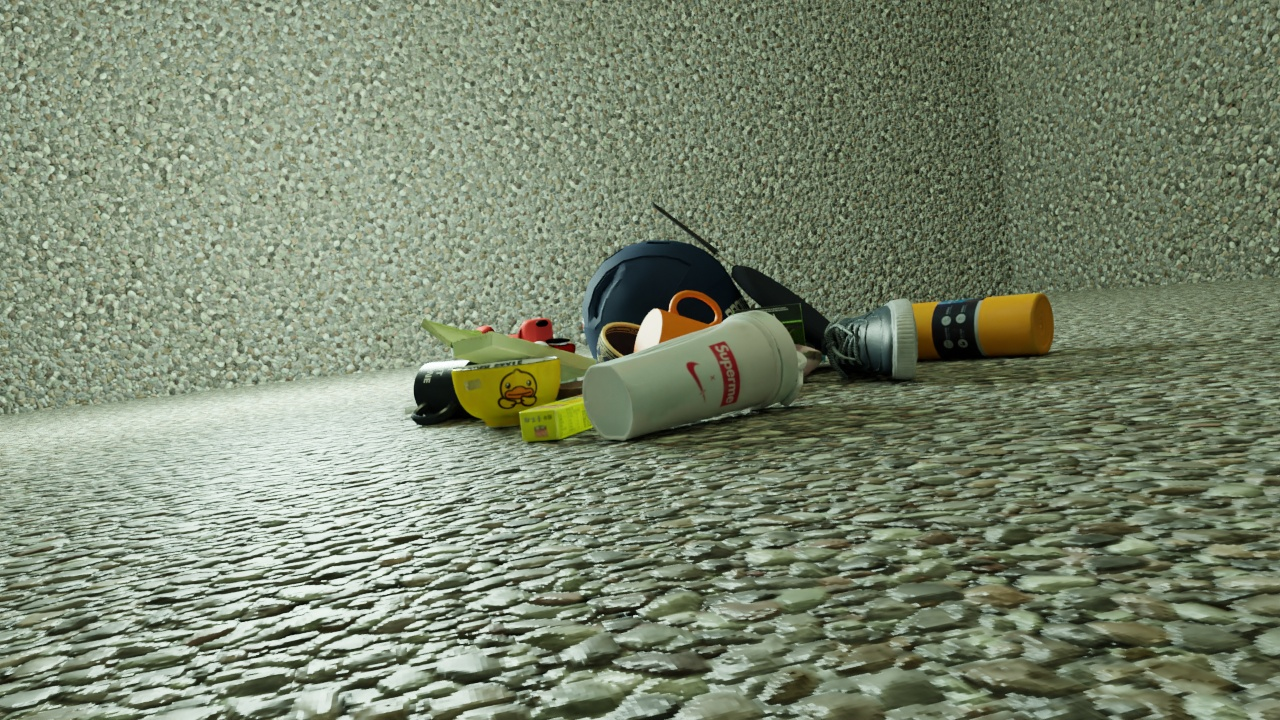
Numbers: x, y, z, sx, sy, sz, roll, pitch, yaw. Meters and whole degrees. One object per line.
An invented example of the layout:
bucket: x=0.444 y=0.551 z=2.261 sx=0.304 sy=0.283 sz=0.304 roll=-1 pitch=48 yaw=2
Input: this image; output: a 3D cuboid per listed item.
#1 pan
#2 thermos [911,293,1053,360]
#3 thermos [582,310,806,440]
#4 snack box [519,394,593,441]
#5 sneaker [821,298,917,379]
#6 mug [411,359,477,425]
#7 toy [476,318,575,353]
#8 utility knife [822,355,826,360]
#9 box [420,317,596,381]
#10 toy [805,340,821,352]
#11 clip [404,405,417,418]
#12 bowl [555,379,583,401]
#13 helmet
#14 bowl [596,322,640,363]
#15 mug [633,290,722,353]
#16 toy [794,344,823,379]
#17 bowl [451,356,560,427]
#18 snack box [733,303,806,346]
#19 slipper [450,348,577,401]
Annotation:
pan: x=0.152 y=-0.120 z=1.284 sx=0.356 sy=0.021 sz=0.198 roll=40 pitch=17 yaw=15
thermos: x=0.405 y=-0.034 z=1.188 sx=0.233 sy=0.091 sz=0.076 roll=-3 pitch=36 yaw=43
thermos: x=0.056 y=0.017 z=0.844 sx=0.219 sy=0.099 sz=0.099 roll=-16 pitch=8 yaw=-36
snack box: x=-0.062 y=0.052 z=0.892 sx=0.040 sy=0.029 sz=0.147 roll=-5 pitch=3 yaw=25
sneaker: x=0.258 y=-0.020 z=1.055 sx=0.087 sy=0.089 sz=0.235 roll=-3 pitch=-2 yaw=2
mug: x=-0.231 y=0.044 z=1.105 sx=0.078 sy=0.071 sz=0.104 roll=-4 pitch=31 yaw=33
toy: x=-0.169 y=-0.008 z=1.461 sx=0.158 sy=0.120 sz=0.197 roll=-6 pitch=11 yaw=-41
utility knife: x=0.235 y=-0.001 z=1.381 sx=0.124 sy=0.015 sz=0.022 roll=-4 pitch=-22 yaw=10
box: x=-0.159 y=-0.009 z=1.114 sx=0.141 sy=0.047 sz=0.187 roll=16 pitch=0 yaw=37
toy: x=0.214 y=-0.018 z=1.278 sx=0.087 sy=0.067 sz=0.112 roll=17 pitch=31 yaw=40
clip: x=-0.275 y=0.056 z=1.231 sx=0.101 sy=0.040 sz=0.054 roll=-7 pitch=16 yaw=-33
bowl: x=-0.047 y=0.039 z=1.064 sx=0.118 sy=0.030 sz=0.118 roll=-6 pitch=3 yaw=0
helmet: x=0.011 y=-0.053 z=1.330 sx=0.272 sy=0.223 sz=0.232 roll=-43 pitch=-4 yaw=11
bowl: x=-0.007 y=0.007 z=1.169 sx=0.112 sy=0.061 sz=0.112 roll=19 pitch=26 yaw=-10
mug: x=0.055 y=-0.028 z=1.093 sx=0.096 sy=0.112 sz=0.078 roll=16 pitch=-6 yaw=-20
toy: x=0.160 y=0.005 z=1.115 sx=0.099 sy=0.052 sz=0.096 roll=-1 pitch=-11 yaw=-15
bowl: x=-0.142 y=0.035 z=0.995 sx=0.117 sy=0.067 sz=0.117 roll=-6 pitch=4 yaw=0
snack box: x=0.166 y=-0.022 z=1.152 sx=0.080 sy=0.025 sz=0.148 roll=-6 pitch=-26 yaw=11
slipper: x=-0.181 y=0.018 z=1.283 sx=0.103 sy=0.074 sz=0.246 roll=-5 pitch=19 yaw=-43
